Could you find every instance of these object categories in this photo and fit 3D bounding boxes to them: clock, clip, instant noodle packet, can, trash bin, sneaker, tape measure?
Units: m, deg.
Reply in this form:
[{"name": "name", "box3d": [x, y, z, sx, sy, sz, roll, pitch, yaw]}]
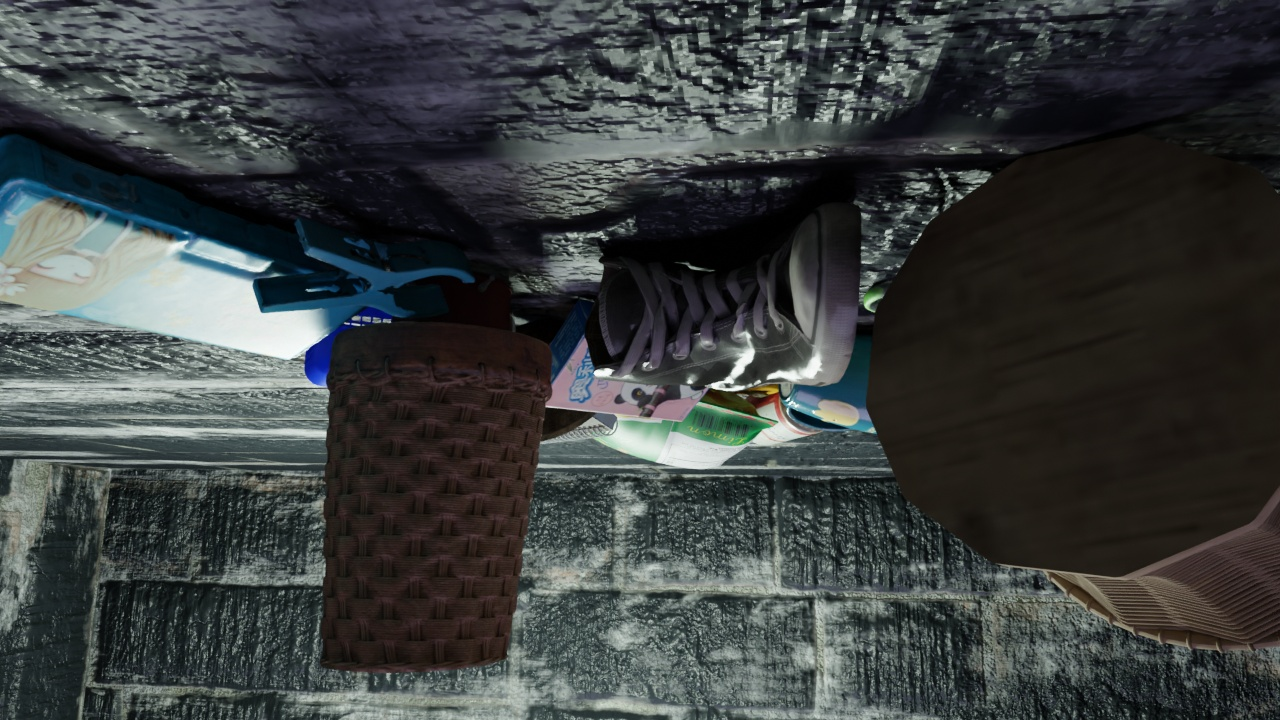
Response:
[{"name": "clock", "box3d": [-0.134, -0.031, 0.654, 0.087, 0.044, 0.125, 2, 169, -5]}, {"name": "clip", "box3d": [-0.145, -0.058, 0.527, 0.113, 0.028, 0.126, -33, 157, 27]}, {"name": "instant noodle packet", "box3d": [0.022, 0.061, 0.969, 0.195, 0.090, 0.253, 15, 166, -1]}, {"name": "can", "box3d": [0.162, 0.057, 1.032, 0.067, 0.067, 0.170, 3, 170, -11]}, {"name": "trash bin", "box3d": [-0.137, 0.092, 0.618, 0.151, 0.210, 0.151, 0, 169, 0]}, {"name": "sneaker", "box3d": [0.042, -0.032, 0.525, 0.119, 0.095, 0.235, 4, 176, -13]}, {"name": "tape measure", "box3d": [0.116, 0.022, 0.953, 0.059, 0.030, 0.068, 6, 169, -13]}]

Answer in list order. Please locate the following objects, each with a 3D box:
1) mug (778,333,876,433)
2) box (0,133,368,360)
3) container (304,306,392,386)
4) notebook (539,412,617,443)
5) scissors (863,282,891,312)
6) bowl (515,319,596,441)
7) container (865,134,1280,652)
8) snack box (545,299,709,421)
[{"name": "mug", "box3d": [0.171, 0.025, 0.789, 0.104, 0.084, 0.112, 11, 143, -8]}, {"name": "box", "box3d": [-0.292, -0.048, 0.530, 0.181, 0.074, 0.227, -6, 168, 27]}, {"name": "container", "box3d": [-0.213, -0.008, 0.746, 0.114, 0.058, 0.096, 6, 168, -27]}, {"name": "notebook", "box3d": [-0.143, 0.035, 0.902, 0.171, 0.022, 0.210, 36, 151, -30]}, {"name": "scissors", "box3d": [0.212, -0.035, 0.694, 0.072, 0.033, 0.175, -7, 164, 22]}, {"name": "bowl", "box3d": [-0.086, 0.008, 0.769, 0.121, 0.056, 0.121, -17, 141, -15]}, {"name": "container", "box3d": [0.243, 0.020, 0.448, 0.227, 0.226, 0.196, -9, 159, 43]}, {"name": "snack box", "box3d": [-0.004, 0.004, 0.740, 0.154, 0.033, 0.088, 10, 129, -39]}]
